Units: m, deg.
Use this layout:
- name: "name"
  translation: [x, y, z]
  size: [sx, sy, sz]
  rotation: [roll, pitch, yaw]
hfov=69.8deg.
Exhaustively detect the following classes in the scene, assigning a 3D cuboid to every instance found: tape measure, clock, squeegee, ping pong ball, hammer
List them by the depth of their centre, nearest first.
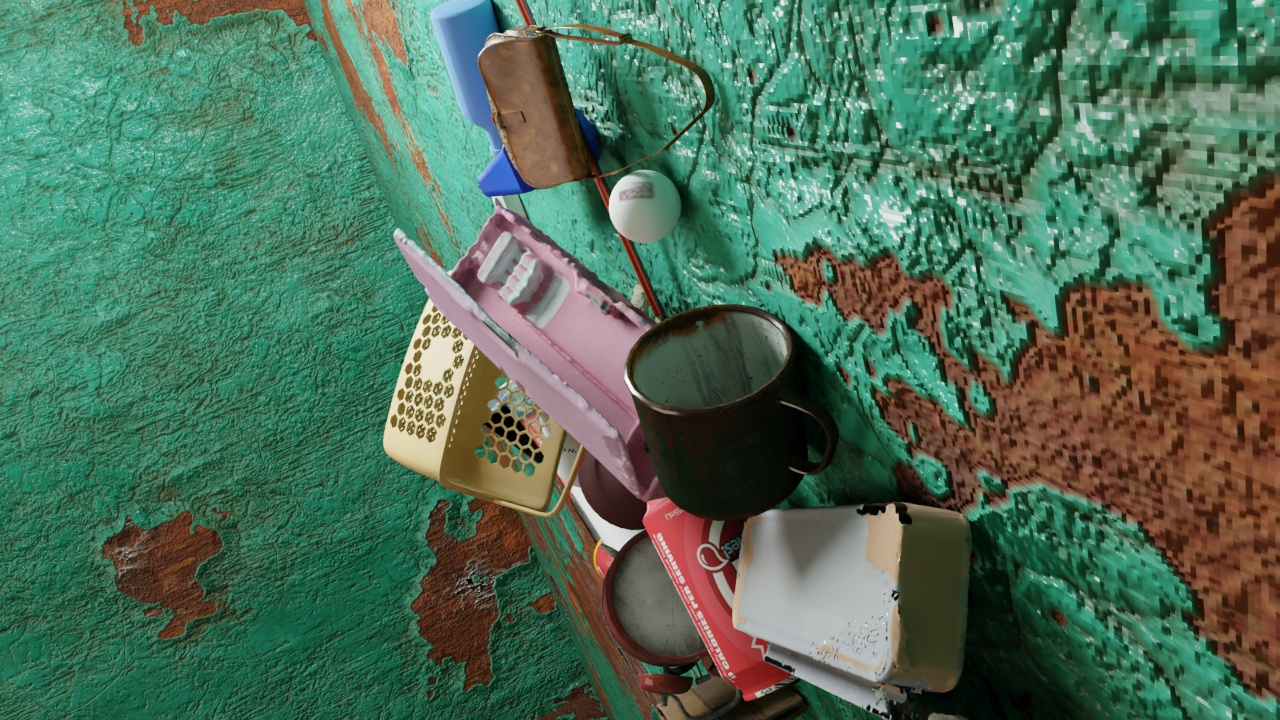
- name: "ping pong ball"
  translation: [0.003, -0.086, 0.511]
  size: [0.040, 0.040, 0.040]
  rotation: [58, 164, 27]
- name: "squeegee"
  translation: [-0.072, -0.143, 0.649]
  size: [0.185, 0.055, 0.249]
  rotation: [-4, 114, 58]
- name: "clock"
  translation: [0.031, 0.213, 0.751]
  size: [0.062, 0.109, 0.156]
  rotation: [107, 143, -68]
- name: "tape measure"
  translation: [-0.130, -0.146, 0.938]
  size: [0.064, 0.016, 0.065]
  rotation: [70, 165, -15]
- name: "hammer"
  translation: [-0.083, 0.167, 1.118]
  size: [0.326, 0.140, 0.036]
  rotation: [56, 166, 4]

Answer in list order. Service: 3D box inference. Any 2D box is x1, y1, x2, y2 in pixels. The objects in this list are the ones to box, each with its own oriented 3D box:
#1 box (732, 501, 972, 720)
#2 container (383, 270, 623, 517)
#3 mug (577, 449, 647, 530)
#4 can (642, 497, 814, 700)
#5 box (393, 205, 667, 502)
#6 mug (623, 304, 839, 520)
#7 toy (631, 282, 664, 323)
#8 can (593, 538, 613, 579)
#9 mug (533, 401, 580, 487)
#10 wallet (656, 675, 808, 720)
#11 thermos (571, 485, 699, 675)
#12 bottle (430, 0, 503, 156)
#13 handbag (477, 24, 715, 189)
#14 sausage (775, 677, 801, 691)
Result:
- name: "box"
  translation: [0.121, 0.133, 0.458]
  size: [0.217, 0.095, 0.114]
  rotation: [139, 136, -75]
- name: "container"
  translation: [-0.099, 0.021, 0.729]
  size: [0.167, 0.183, 0.129]
  rotation: [9, 166, 37]
- name: "mug"
  translation: [0.008, 0.062, 0.691]
  size: [0.089, 0.087, 0.113]
  rotation: [136, 138, -57]
- name: "can"
  translation: [0.062, 0.143, 0.607]
  size: [0.142, 0.074, 0.074]
  rotation: [62, 166, 14]
- name: "box"
  translation: [-0.063, -0.016, 0.583]
  size: [0.232, 0.099, 0.106]
  rotation: [41, -168, 29]
- name: "mug"
  translation: [0.052, 0.032, 0.463]
  size: [0.111, 0.084, 0.081]
  rotation: [19, 139, 38]
- name: "toy"
  translation: [-0.004, 0.004, 0.650]
  size: [0.087, 0.050, 0.112]
  rotation: [45, 125, 48]
- name: "can"
  translation: [-0.007, 0.224, 1.004]
  size: [0.066, 0.066, 0.124]
  rotation: [66, 166, -3]
- name: "mug"
  translation: [-0.034, 0.059, 0.831]
  size: [0.120, 0.082, 0.096]
  rotation: [20, 140, 32]
- name: "wallet"
  translation: [0.072, 0.288, 0.760]
  size: [0.027, 0.098, 0.121]
  rotation: [68, 166, -2]
- name: "thermos"
  translation: [-0.004, 0.184, 0.900]
  size: [0.230, 0.068, 0.101]
  rotation: [52, 136, 40]
- name: "bottle"
  translation: [-0.125, -0.219, 0.734]
  size: [0.048, 0.048, 0.131]
  rotation: [48, 158, 50]
- name: "handbag"
  translation: [-0.029, -0.135, 0.493]
  size: [0.196, 0.043, 0.093]
  rotation: [19, 131, 53]
- name: "sausage"
  translation: [0.075, 0.169, 0.675]
  size: [0.155, 0.040, 0.040]
  rotation: [65, 166, 2]
